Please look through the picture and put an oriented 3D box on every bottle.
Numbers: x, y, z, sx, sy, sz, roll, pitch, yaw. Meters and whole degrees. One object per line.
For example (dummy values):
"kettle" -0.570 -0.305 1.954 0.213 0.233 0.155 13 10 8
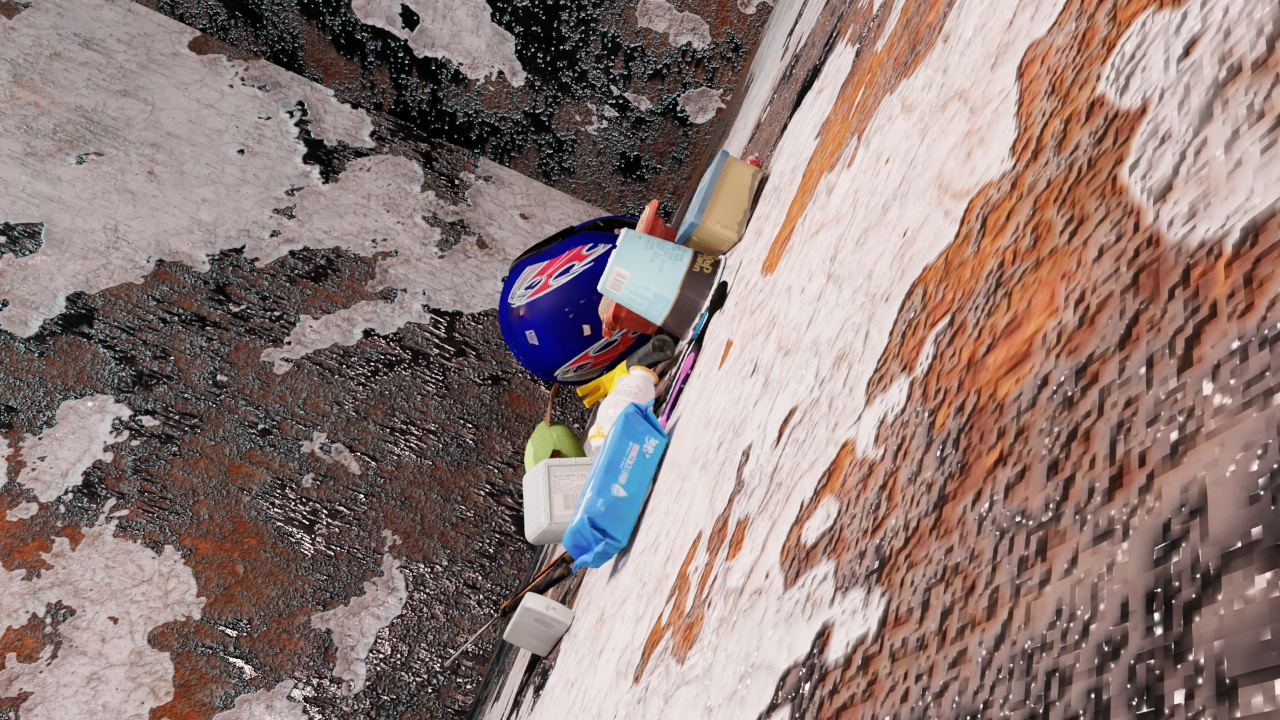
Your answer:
"bottle" -0.014 0.059 1.021 0.063 0.063 0.108 120 174 -63

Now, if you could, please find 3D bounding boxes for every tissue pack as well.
"tissue pack" -0.020 0.114 0.834 0.095 0.052 0.156 123 170 -61

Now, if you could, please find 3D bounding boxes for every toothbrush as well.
"toothbrush" 0.044 0.010 0.884 0.017 0.014 0.189 -26 -40 -79
"toothbrush" 0.038 0.019 0.952 0.190 0.016 0.014 -63 -6 10

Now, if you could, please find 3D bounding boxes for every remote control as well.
"remote control" -0.116 0.298 1.035 0.150 0.058 0.021 119 175 -55

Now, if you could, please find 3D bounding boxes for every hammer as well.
"hammer" -0.007 0.007 1.196 0.128 0.033 0.301 -32 -1 -15

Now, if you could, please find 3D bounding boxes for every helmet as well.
"helmet" -0.073 -0.098 1.464 0.315 0.247 0.240 -34 12 1

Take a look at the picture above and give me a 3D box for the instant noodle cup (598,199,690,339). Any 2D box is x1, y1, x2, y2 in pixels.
"instant noodle cup" 0.006 -0.104 1.174 0.189 0.079 0.164 130 162 -84

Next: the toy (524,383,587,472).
"toy" -0.114 0.161 1.314 0.247 0.090 0.226 80 180 -47

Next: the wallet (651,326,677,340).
"wallet" 0.050 -0.074 1.225 0.101 0.032 0.124 156 137 -81

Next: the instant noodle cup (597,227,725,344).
"instant noodle cup" 0.019 -0.092 1.037 0.111 0.120 0.111 -161 94 -87

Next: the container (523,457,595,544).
"container" -0.083 0.158 1.052 0.112 0.090 0.089 128 139 -68

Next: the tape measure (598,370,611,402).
"tape measure" -0.035 0.048 1.424 0.066 0.066 0.033 121 169 -59

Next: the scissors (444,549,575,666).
"scissors" -0.144 0.294 1.130 0.233 0.021 0.222 -37 -5 -38

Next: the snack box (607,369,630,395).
"snack box" -0.023 0.070 1.122 0.140 0.034 0.086 71 -140 -73

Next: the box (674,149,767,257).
"box" 0.088 -0.170 1.024 0.184 0.061 0.089 130 162 -85

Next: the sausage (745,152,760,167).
"sausage" 0.113 -0.193 1.132 0.020 0.020 0.156 -70 5 -46
